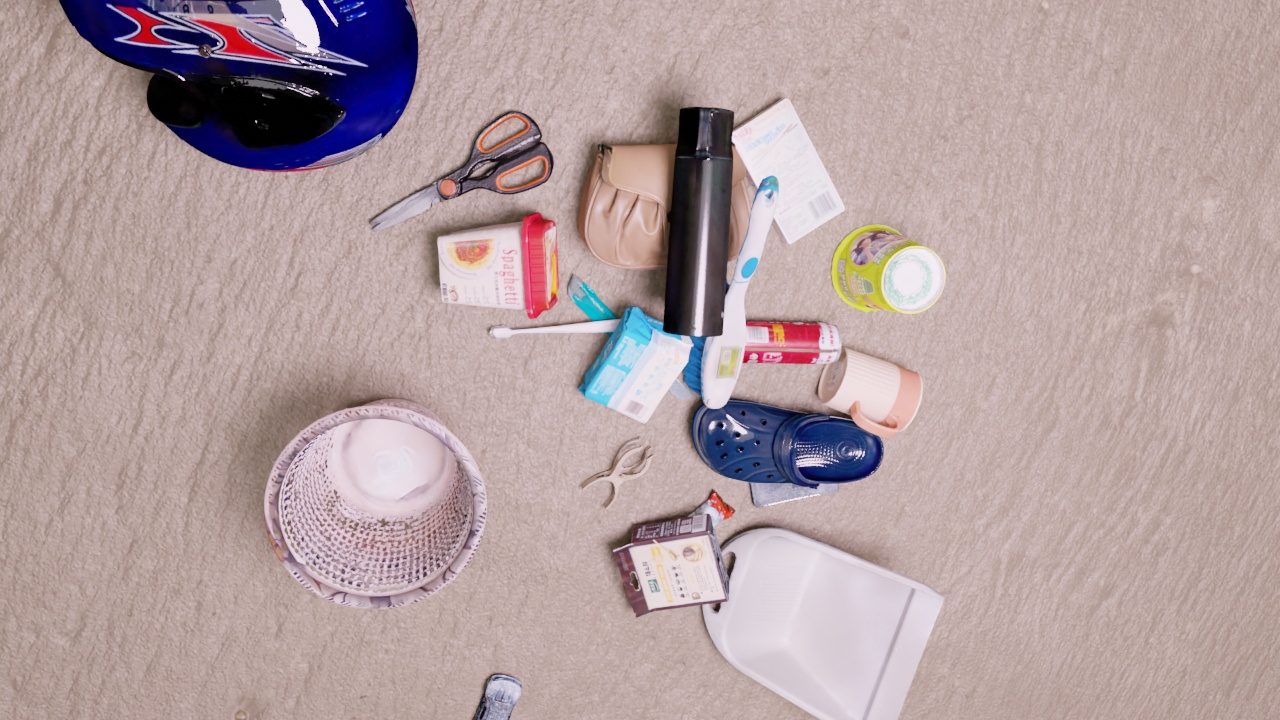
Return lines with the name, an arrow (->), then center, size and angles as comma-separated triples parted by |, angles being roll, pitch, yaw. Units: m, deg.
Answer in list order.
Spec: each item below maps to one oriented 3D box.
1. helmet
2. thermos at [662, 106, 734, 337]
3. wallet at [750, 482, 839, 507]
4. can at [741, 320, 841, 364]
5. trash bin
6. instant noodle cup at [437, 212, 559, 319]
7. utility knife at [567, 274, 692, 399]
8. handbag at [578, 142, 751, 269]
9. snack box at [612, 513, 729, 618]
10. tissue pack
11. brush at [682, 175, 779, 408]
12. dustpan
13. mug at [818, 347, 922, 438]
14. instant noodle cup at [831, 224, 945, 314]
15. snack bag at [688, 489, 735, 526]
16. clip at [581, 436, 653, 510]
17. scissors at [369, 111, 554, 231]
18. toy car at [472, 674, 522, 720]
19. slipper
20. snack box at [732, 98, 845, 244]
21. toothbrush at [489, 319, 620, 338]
helmet -> -0.381, -0.309, 0.906 | 0.315, 0.246, 0.241 | -3, 137, -11
thermos -> 0.061, -0.148, 0.992 | 0.068, 0.089, 0.242 | 4, 100, 11
wallet -> 0.200, 0.138, 1.215 | 0.121, 0.019, 0.097 | -11, 102, -5
can -> 0.182, -0.022, 1.156 | 0.132, 0.053, 0.053 | 1, 102, -9
trash bin -> -0.290, 0.138, 1.047 | 0.227, 0.192, 0.227 | -2, 103, -9
instant noodle cup -> -0.163, -0.110, 1.060 | 0.124, 0.116, 0.116 | 0, 103, 4
utility knife -> -0.013, -0.024, 1.146 | 0.029, 0.013, 0.219 | -44, 106, 7
handbag -> 0.032, -0.179, 1.073 | 0.204, 0.099, 0.148 | -5, 109, -12
snack box -> 0.042, 0.265, 1.184 | 0.126, 0.053, 0.113 | -11, 113, 13
tissue pack -> -0.007, 0.007, 1.116 | 0.090, 0.063, 0.140 | 25, 120, -14
brush -> 0.106, -0.078, 1.062 | 0.060, 0.109, 0.315 | -1, 120, -15
dustpan -> 0.208, 0.335, 1.173 | 0.142, 0.258, 0.223 | 10, 102, -35
mug -> 0.290, 0.047, 1.161 | 0.106, 0.114, 0.082 | 20, 133, -10
instant noodle cup -> 0.307, -0.105, 1.120 | 0.111, 0.123, 0.112 | -2, 103, -9
snack bag -> 0.074, 0.217, 1.208 | 0.105, 0.026, 0.045 | -38, 110, 3
clip -> -0.026, 0.144, 1.174 | 0.100, 0.034, 0.074 | -44, 106, 8
scissors -> -0.218, -0.220, 1.070 | 0.235, 0.021, 0.139 | -6, 96, -3
toy car -> -0.193, 0.469, 1.223 | 0.049, 0.031, 0.106 | 18, 100, -12
slipper -> 0.189, 0.113, 1.155 | 0.252, 0.095, 0.105 | 8, 94, -9
snack box -> 0.178, -0.230, 1.121 | 0.084, 0.027, 0.157 | -32, 105, 0
toothbrush -> -0.094, -0.040, 1.123 | 0.180, 0.016, 0.016 | -4, 116, -4
